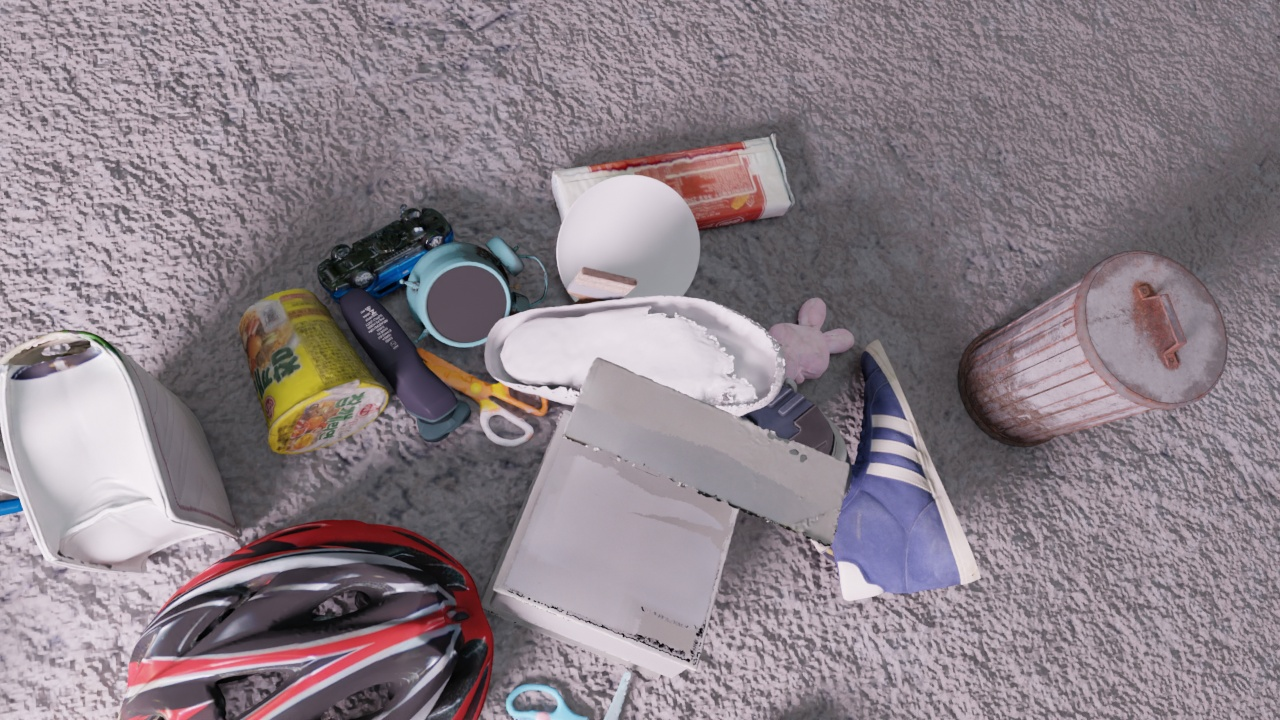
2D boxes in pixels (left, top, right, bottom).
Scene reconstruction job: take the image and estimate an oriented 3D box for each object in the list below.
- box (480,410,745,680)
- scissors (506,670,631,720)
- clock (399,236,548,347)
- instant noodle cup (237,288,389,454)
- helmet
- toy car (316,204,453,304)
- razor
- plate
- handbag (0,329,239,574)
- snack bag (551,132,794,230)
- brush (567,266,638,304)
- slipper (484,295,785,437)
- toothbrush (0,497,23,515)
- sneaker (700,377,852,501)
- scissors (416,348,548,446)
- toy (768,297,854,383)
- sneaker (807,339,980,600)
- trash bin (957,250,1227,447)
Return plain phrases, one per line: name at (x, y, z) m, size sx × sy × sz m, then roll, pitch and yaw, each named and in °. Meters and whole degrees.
box at (-0.049, 0.189, 0.878) m, size 0.169 × 0.405 × 0.171 m, roll 23°, pitch 71°, yaw -4°
scissors at (-0.047, 0.311, 0.732) m, size 0.135 × 0.015 × 0.135 m, roll 12°, pitch 76°, yaw 0°
clock at (-0.138, -0.056, 0.784) m, size 0.124 × 0.053 × 0.090 m, roll -15°, pitch 113°, yaw -16°
instant noodle cup at (-0.269, 0.005, 0.736) m, size 0.102 × 0.102 × 0.108 m, roll -27°, pitch 72°, yaw -17°
helmet at (-0.242, 0.227, 0.653) m, size 0.272 × 0.167 × 0.217 m, roll -21°, pitch 76°, yaw -4°
toy car at (-0.218, -0.089, 0.792) m, size 0.120 × 0.044 × 0.056 m, roll -34°, pitch 52°, yaw -16°
razor at (-0.198, 0.002, 0.758) m, size 0.047 × 0.052 × 0.143 m, roll -40°, pitch 101°, yaw -28°
plate at (-0.011, -0.100, 0.831) m, size 0.134 × 0.011 × 0.135 m, roll -5°, pitch 106°, yaw -16°
handbag at (-0.363, 0.070, 0.640) m, size 0.096 × 0.199 × 0.142 m, roll -21°, pitch 79°, yaw -15°
snack bag at (0.032, -0.159, 0.870) m, size 0.225 × 0.041 × 0.077 m, roll -12°, pitch 77°, yaw -16°
brush at (-0.047, -0.048, 0.766) m, size 0.045 × 0.143 × 0.008 m, roll 12°, pitch 73°, yaw -17°
slipper at (-0.004, 0.004, 0.737) m, size 0.247 × 0.074 × 0.112 m, roll 2°, pitch 92°, yaw 23°
toothbrush at (-0.551, 0.123, 0.682) m, size 0.167 × 0.014 × 0.014 m, roll -9°, pitch 42°, yaw -17°
sneaker at (0.098, 0.046, 0.786) m, size 0.089 × 0.124 × 0.239 m, roll -45°, pitch 43°, yaw 2°
scissors at (-0.145, 0.029, 0.794) m, size 0.130 × 0.013 × 0.070 m, roll 24°, pitch 70°, yaw -5°
toy at (0.151, -0.014, 0.849) m, size 0.109 × 0.047 × 0.063 m, roll -34°, pitch 74°, yaw -36°
sneaker at (0.195, 0.102, 0.812) m, size 0.118 × 0.091 × 0.232 m, roll -22°, pitch 58°, yaw 11°
trash bin at (0.389, -0.003, 0.805) m, size 0.130 × 0.211 × 0.130 m, roll 3°, pitch 74°, yaw -11°
